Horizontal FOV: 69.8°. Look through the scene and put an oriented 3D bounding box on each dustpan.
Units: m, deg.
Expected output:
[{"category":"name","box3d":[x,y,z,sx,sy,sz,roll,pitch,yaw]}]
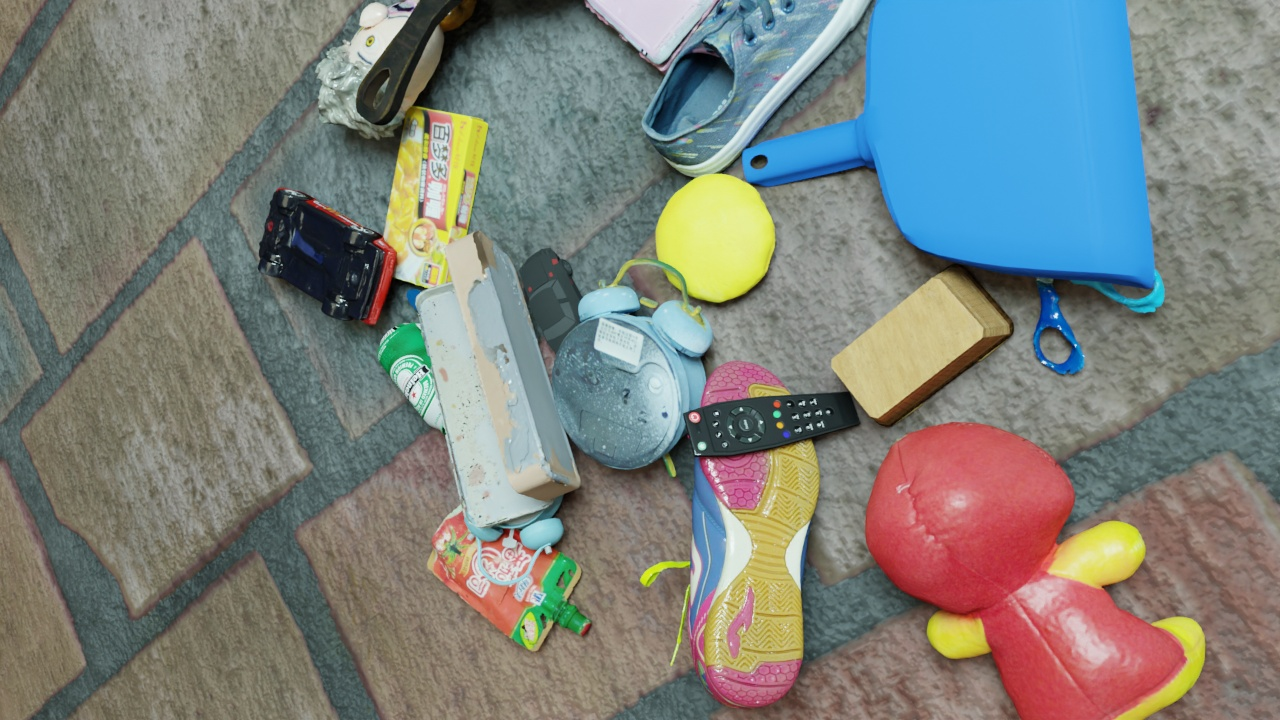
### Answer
[{"category":"dustpan","box3d":[0.173,-0.153,0.587,0.258,0.059,0.245,-6,93,35]}]

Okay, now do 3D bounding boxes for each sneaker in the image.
[{"category":"sneaker","box3d":[0.085,-0.232,0.637,0.087,0.079,0.236,43,110,19]},{"category":"sneaker","box3d":[0.064,0.122,0.662,0.116,0.091,0.241,5,71,-5]}]

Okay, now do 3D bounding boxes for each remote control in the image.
[{"category":"remote control","box3d":[0.092,0.043,0.640,0.124,0.010,0.039,-8,66,-14]}]

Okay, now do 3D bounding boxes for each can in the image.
[{"category":"can","box3d":[-0.185,0.014,0.802,0.101,0.053,0.053,47,111,18]}]

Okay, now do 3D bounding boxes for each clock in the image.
[{"category":"clock","box3d":[-0.004,0.004,0.692,0.118,0.059,0.162,22,111,29]},{"category":"clock","box3d":[-0.103,0.122,0.755,0.087,0.042,0.123,5,75,21]}]

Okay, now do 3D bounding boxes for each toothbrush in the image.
[{"category":"toothbrush","box3d":[-0.162,-0.031,0.809,0.132,0.016,0.021,31,103,22]}]

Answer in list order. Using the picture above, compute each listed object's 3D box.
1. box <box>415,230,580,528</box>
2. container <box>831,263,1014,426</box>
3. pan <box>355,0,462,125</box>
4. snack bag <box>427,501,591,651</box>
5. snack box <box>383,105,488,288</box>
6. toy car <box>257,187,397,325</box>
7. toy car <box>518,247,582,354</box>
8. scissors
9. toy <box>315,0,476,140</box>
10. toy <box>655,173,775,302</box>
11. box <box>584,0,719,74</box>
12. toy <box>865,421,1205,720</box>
[{"category":"box","box3d":[-0.116,0.011,0.720,0.095,0.108,0.216,-14,69,-13]},{"category":"container","box3d":[0.181,-0.008,0.607,0.114,0.061,0.063,-42,74,22]},{"category":"pan","box3d":[-0.112,-0.334,0.703,0.249,0.043,0.356,36,98,21]},{"category":"snack bag","box3d":[-0.107,0.186,0.783,0.155,0.044,0.087,32,94,17]},{"category":"snack box","box3d":[-0.184,-0.143,0.810,0.075,0.025,0.152,18,100,26]},{"category":"toy car","box3d":[-0.290,-0.098,0.844,0.189,0.056,0.082,28,106,35]},{"category":"toy car","box3d":[-0.072,-0.048,0.750,0.042,0.036,0.091,-32,78,25]},{"category":"scissors","box3d":[0.252,-0.048,0.584,0.133,0.015,0.104,35,123,22]},{"category":"toy","box3d":[-0.212,-0.264,0.783,0.176,0.076,0.132,-41,45,6]},{"category":"toy","box3d":[0.054,-0.091,0.681,0.094,0.041,0.095,-10,88,25]},{"category":"box","box3d":[-0.029,-0.326,0.710,0.233,0.046,0.098,48,113,18]},{"category":"toy","box3d":[0.233,0.134,0.572,0.148,0.098,0.216,-42,79,15]}]
